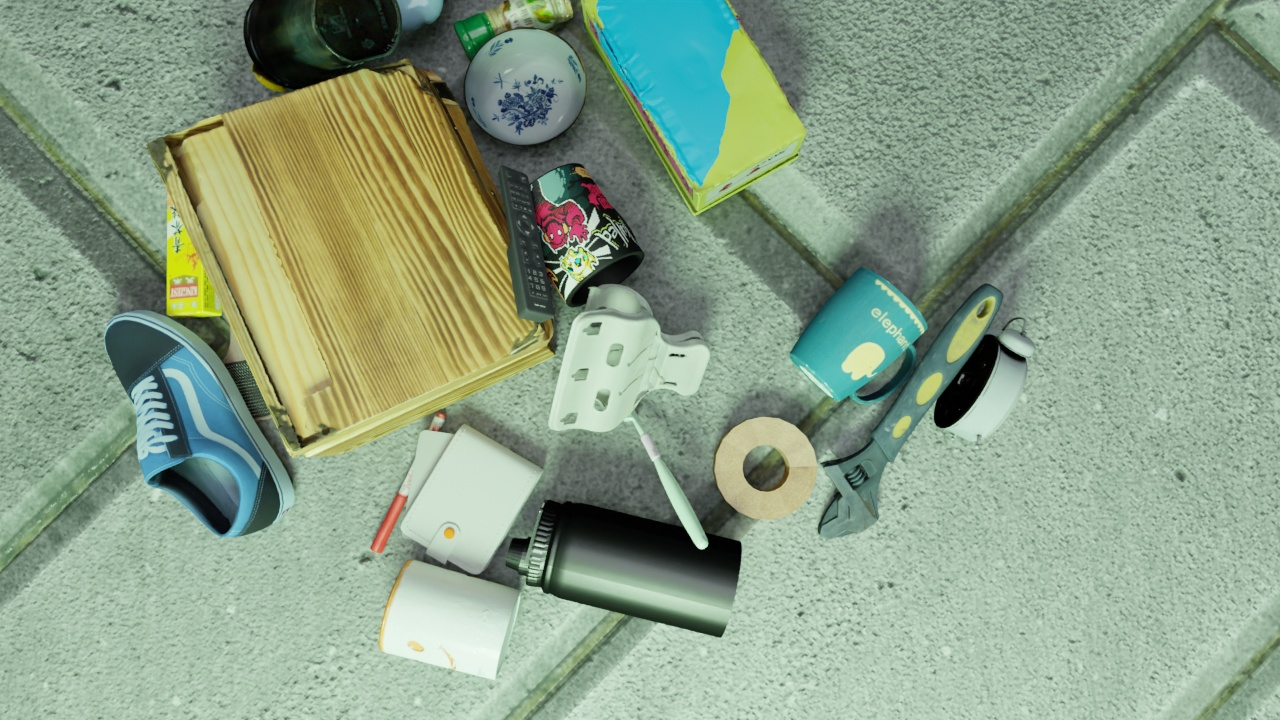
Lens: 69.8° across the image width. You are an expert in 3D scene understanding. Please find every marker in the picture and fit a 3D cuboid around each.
[{"bbox_3d":[-0.217,0.114,0.860,0.013,0.013,0.142,25,86,2],"label":"marker"}]

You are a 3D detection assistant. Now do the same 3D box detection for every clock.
[{"bbox_3d":[0.309,0.016,0.819,0.035,0.094,0.122,28,92,-1],"label":"clock"}]

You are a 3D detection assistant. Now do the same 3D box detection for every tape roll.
[{"bbox_3d":[0.114,0.099,0.849,0.094,0.027,0.094,0,86,1],"label":"tape roll"}]

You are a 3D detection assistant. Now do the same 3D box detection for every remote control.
[{"bbox_3d":[-0.097,-0.096,0.753,0.015,0.032,0.136,-27,66,35],"label":"remote control"}]

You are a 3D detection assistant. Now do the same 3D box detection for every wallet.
[{"bbox_3d":[-0.169,0.123,0.846,0.115,0.037,0.118,30,83,3],"label":"wallet"}]

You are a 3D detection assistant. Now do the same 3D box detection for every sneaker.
[{"bbox_3d":[-0.411,0.054,0.815,0.083,0.098,0.241,-39,87,16],"label":"sneaker"}]

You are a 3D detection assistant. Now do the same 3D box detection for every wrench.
[{"bbox_3d":[0.241,0.049,0.830,0.073,0.022,0.273,33,97,-10],"label":"wrench"}]

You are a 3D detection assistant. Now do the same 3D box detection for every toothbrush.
[{"bbox_3d":[0.021,0.103,0.820,0.015,0.022,0.154,-48,54,26],"label":"toothbrush"}]

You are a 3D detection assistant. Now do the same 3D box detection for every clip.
[{"bbox_3d":[-0.016,-0.007,0.826,0.151,0.127,0.101,-12,44,-37],"label":"clip"}]

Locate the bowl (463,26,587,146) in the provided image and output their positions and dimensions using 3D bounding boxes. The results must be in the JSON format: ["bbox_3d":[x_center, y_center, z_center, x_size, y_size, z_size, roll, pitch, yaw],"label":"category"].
[{"bbox_3d":[-0.106,-0.251,0.868,0.114,0.045,0.114,0,87,1],"label":"bowl"}]

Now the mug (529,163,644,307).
[{"bbox_3d":[-0.047,-0.114,0.829,0.082,0.117,0.098,-40,79,34],"label":"mug"}]

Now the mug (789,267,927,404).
[{"bbox_3d":[0.202,-0.010,0.837,0.104,0.084,0.112,-45,116,2],"label":"mug"}]

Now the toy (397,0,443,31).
[{"bbox_3d":[-0.187,-0.401,0.853,0.171,0.120,0.222,8,85,11],"label":"toy"}]

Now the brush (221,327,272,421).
[{"bbox_3d":[-0.378,-0.008,0.868,0.050,0.015,0.135,-10,86,1],"label":"brush"}]

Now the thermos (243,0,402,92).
[{"bbox_3d":[-0.280,-0.286,0.797,0.098,0.221,0.098,-10,108,-33],"label":"thermos"}]

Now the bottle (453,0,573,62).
[{"bbox_3d":[-0.120,-0.323,0.876,0.111,0.043,0.043,-25,86,-2],"label":"bottle"}]

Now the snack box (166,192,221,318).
[{"bbox_3d":[-0.421,-0.114,0.866,0.040,0.029,0.148,-3,86,13],"label":"snack box"}]

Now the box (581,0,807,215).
[{"bbox_3d":[0.047,-0.263,0.854,0.124,0.079,0.221,-32,84,-1],"label":"box"}]

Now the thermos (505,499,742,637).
[{"bbox_3d":[-0.017,0.180,0.815,0.198,0.086,0.086,13,86,2],"label":"thermos"}]

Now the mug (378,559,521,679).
[{"bbox_3d":[-0.167,0.230,0.816,0.105,0.082,0.082,15,86,0],"label":"mug"}]

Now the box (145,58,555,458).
[{"bbox_3d":[-0.226,-0.090,0.790,0.251,0.192,0.279,-25,84,-3],"label":"box"}]
